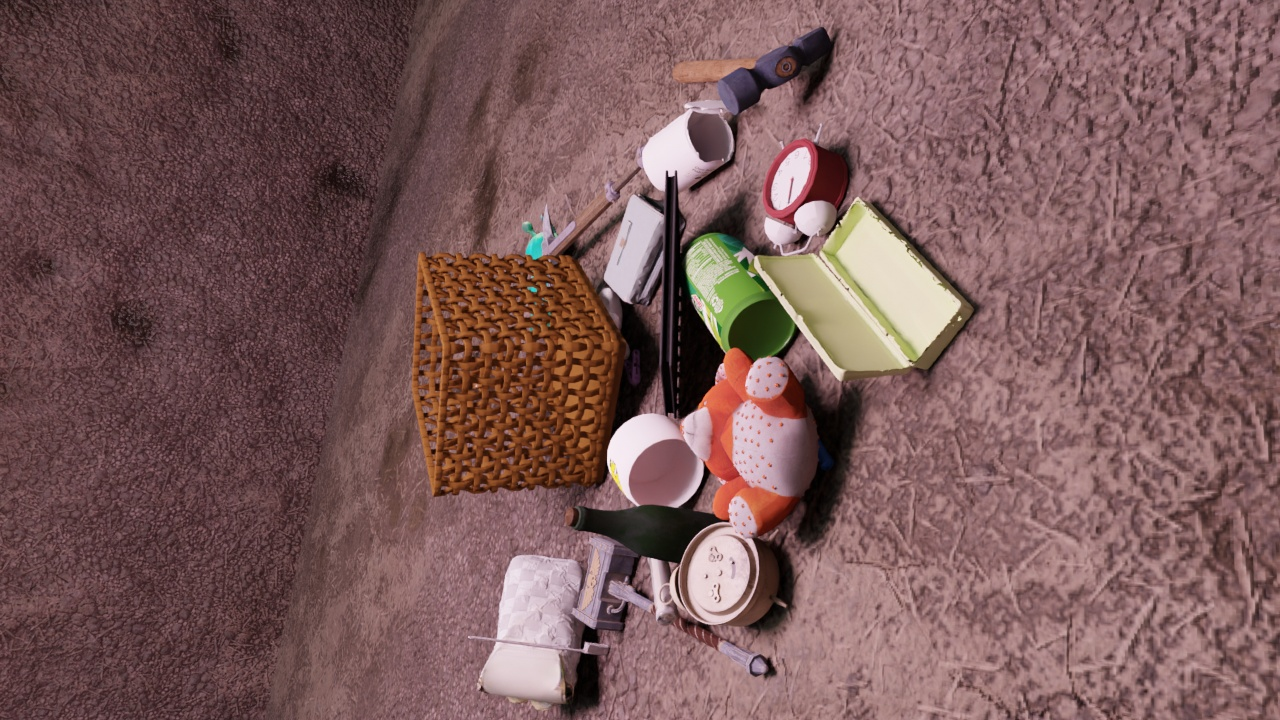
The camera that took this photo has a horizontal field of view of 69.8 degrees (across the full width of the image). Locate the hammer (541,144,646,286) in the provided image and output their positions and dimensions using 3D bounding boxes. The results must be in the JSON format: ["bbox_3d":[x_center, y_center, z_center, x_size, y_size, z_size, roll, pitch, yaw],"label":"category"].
[{"bbox_3d":[-0.065,-0.215,1.282,0.318,0.028,0.147,-33,62,54],"label":"hammer"}]

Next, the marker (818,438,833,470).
[{"bbox_3d":[0.149,0.050,0.869,0.013,0.013,0.141,-58,32,28],"label":"marker"}]

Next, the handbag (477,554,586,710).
[{"bbox_3d":[-0.121,0.330,1.118,0.123,0.112,0.171,86,-170,-53],"label":"handbag"}]

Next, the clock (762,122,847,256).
[{"bbox_3d":[0.162,-0.166,0.917,0.087,0.044,0.124,-8,68,60],"label":"clock"}]

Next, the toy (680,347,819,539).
[{"bbox_3d":[0.096,0.070,0.860,0.172,0.092,0.164,-159,70,-72],"label":"toy"}]

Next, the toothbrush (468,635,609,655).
[{"bbox_3d":[-0.111,0.315,1.026,0.010,0.181,0.010,13,85,57],"label":"toothbrush"}]

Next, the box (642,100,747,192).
[{"bbox_3d":[0.068,-0.266,1.093,0.160,0.081,0.091,-20,75,55],"label":"box"}]

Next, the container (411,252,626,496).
[{"bbox_3d":[-0.170,0.010,1.192,0.251,0.214,0.220,-121,35,-53],"label":"container"}]

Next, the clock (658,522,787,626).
[{"bbox_3d":[0.073,0.210,0.868,0.141,0.054,0.092,-26,53,36],"label":"clock"}]

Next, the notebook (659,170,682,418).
[{"bbox_3d":[0.035,-0.068,1.030,0.169,0.019,0.231,81,-170,-67],"label":"notebook"}]

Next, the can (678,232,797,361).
[{"bbox_3d":[0.097,-0.068,0.945,0.083,0.083,0.144,-61,31,23],"label":"can"}]

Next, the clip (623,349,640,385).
[{"bbox_3d":[-0.012,0.011,1.177,0.046,0.014,0.050,-18,59,57],"label":"clip"}]

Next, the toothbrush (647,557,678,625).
[{"bbox_3d":[0.015,0.199,0.973,0.024,0.022,0.185,-23,38,8],"label":"toothbrush"}]

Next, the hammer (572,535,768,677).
[{"bbox_3d":[0.029,0.266,0.955,0.323,0.044,0.098,6,82,59],"label":"hammer"}]

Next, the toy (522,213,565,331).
[{"bbox_3d":[-0.156,-0.136,1.453,0.131,0.072,0.193,-17,71,51],"label":"toy"}]

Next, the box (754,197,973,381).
[{"bbox_3d":[0.191,-0.058,0.800,0.133,0.061,0.188,-29,40,1],"label":"box"}]

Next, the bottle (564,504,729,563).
[{"bbox_3d":[0.006,0.166,0.896,0.055,0.174,0.055,-36,47,50],"label":"bottle"}]

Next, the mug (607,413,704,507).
[{"bbox_3d":[0.019,0.118,0.996,0.068,0.094,0.116,45,158,61],"label":"mug"}]

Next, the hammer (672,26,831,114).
[{"bbox_3d":[0.103,-0.345,1.088,0.129,0.040,0.322,-32,23,-6],"label":"hammer"}]

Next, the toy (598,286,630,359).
[{"bbox_3d":[-0.041,-0.059,1.223,0.125,0.037,0.076,-106,5,-51],"label":"toy"}]

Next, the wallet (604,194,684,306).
[{"bbox_3d":[0.000,-0.144,1.195,0.132,0.054,0.100,-69,26,18],"label":"wallet"}]
